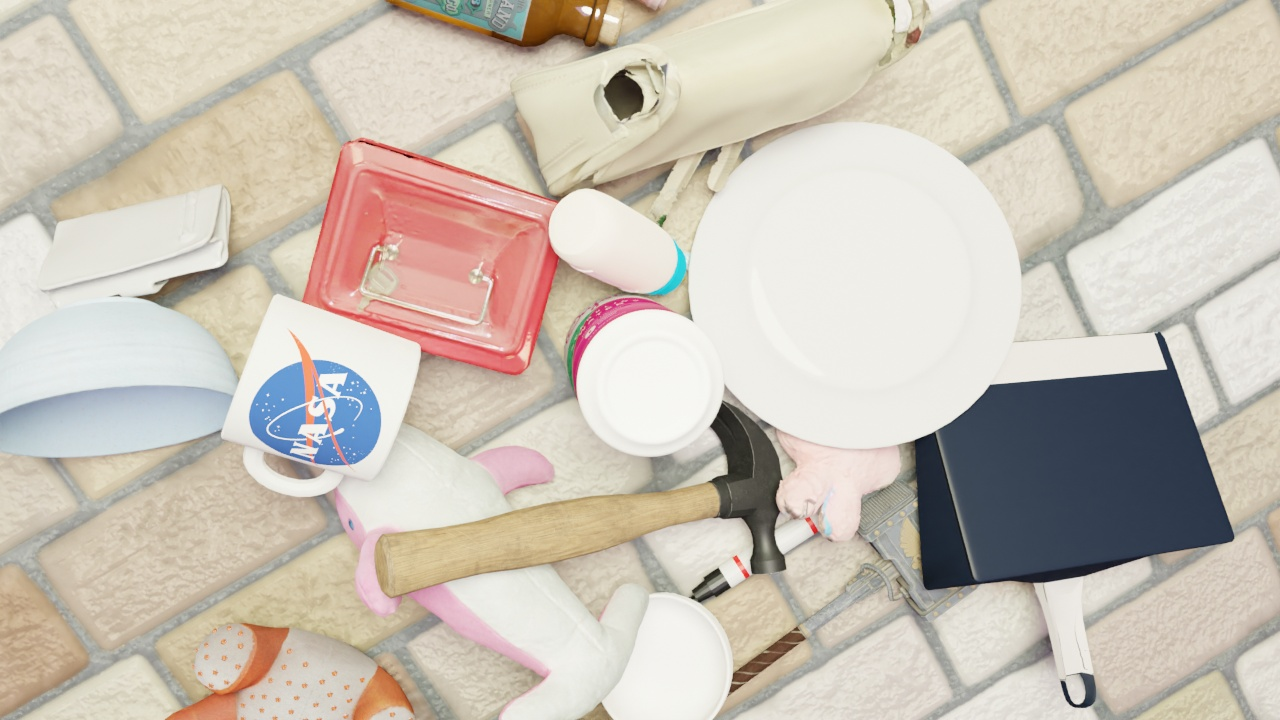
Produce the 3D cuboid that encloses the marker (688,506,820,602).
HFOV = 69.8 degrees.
[{"bbox_3d":[0.096,0.151,0.721,0.145,0.019,0.019,-33,102,-2],"label":"marker"}]

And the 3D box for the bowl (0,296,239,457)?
[{"bbox_3d":[-0.336,0.006,0.586,0.150,0.151,0.074,-13,76,-6],"label":"bowl"}]

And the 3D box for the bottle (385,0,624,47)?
[{"bbox_3d":[-0.087,-0.248,0.609,0.157,0.068,0.068,16,96,-10],"label":"bottle"}]

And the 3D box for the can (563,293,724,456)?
[{"bbox_3d":[-0.004,0.004,0.609,0.088,0.166,0.088,-1,99,-8],"label":"can"}]

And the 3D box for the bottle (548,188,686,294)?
[{"bbox_3d":[-0.005,-0.073,0.625,0.051,0.146,0.051,-6,78,29],"label":"bottle"}]

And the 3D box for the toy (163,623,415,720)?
[{"bbox_3d":[-0.260,0.283,0.656,0.163,0.093,0.172,26,96,-12],"label":"toy"}]

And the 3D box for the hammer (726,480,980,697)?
[{"bbox_3d":[0.108,0.230,0.727,0.322,0.044,0.098,-37,102,1],"label":"hammer"}]

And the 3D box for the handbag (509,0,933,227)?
[{"bbox_3d":[0.051,-0.161,0.594,0.228,0.184,0.132,-26,104,-19],"label":"handbag"}]

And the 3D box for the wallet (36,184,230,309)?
[{"bbox_3d":[-0.328,-0.075,0.604,0.116,0.086,0.032,-14,136,-1],"label":"wallet"}]

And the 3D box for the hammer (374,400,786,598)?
[{"bbox_3d":[-0.026,0.103,0.616,0.304,0.040,0.132,-5,84,-35],"label":"hammer"}]

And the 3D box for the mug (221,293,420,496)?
[{"bbox_3d":[-0.200,0.031,0.564,0.090,0.091,0.121,21,108,-20],"label":"mug"}]

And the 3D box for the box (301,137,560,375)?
[{"bbox_3d":[-0.136,-0.068,0.621,0.158,0.087,0.129,17,95,-11],"label":"box"}]

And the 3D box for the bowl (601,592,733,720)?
[{"bbox_3d":[0.020,0.229,0.695,0.105,0.054,0.104,-2,80,11],"label":"bowl"}]

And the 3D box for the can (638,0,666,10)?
[{"bbox_3d":[-0.004,-0.283,0.615,0.076,0.067,0.067,27,94,-10],"label":"can"}]

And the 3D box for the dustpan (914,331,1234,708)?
[{"bbox_3d":[0.326,0.125,0.709,0.236,0.080,0.272,-4,72,-17],"label":"dustpan"}]

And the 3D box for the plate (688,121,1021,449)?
[{"bbox_3d":[0.156,-0.058,0.663,0.242,0.016,0.242,0,84,0],"label":"plate"}]

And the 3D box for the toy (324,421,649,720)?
[{"bbox_3d":[-0.125,0.145,0.643,0.265,0.186,0.128,41,131,10],"label":"toy"}]

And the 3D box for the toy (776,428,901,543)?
[{"bbox_3d":[0.143,0.079,0.687,0.108,0.053,0.105,31,64,-17],"label":"toy"}]

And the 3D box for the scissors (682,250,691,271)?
[{"bbox_3d":[0.097,-0.047,0.695,0.174,0.017,0.076,27,98,-7],"label":"scissors"}]
